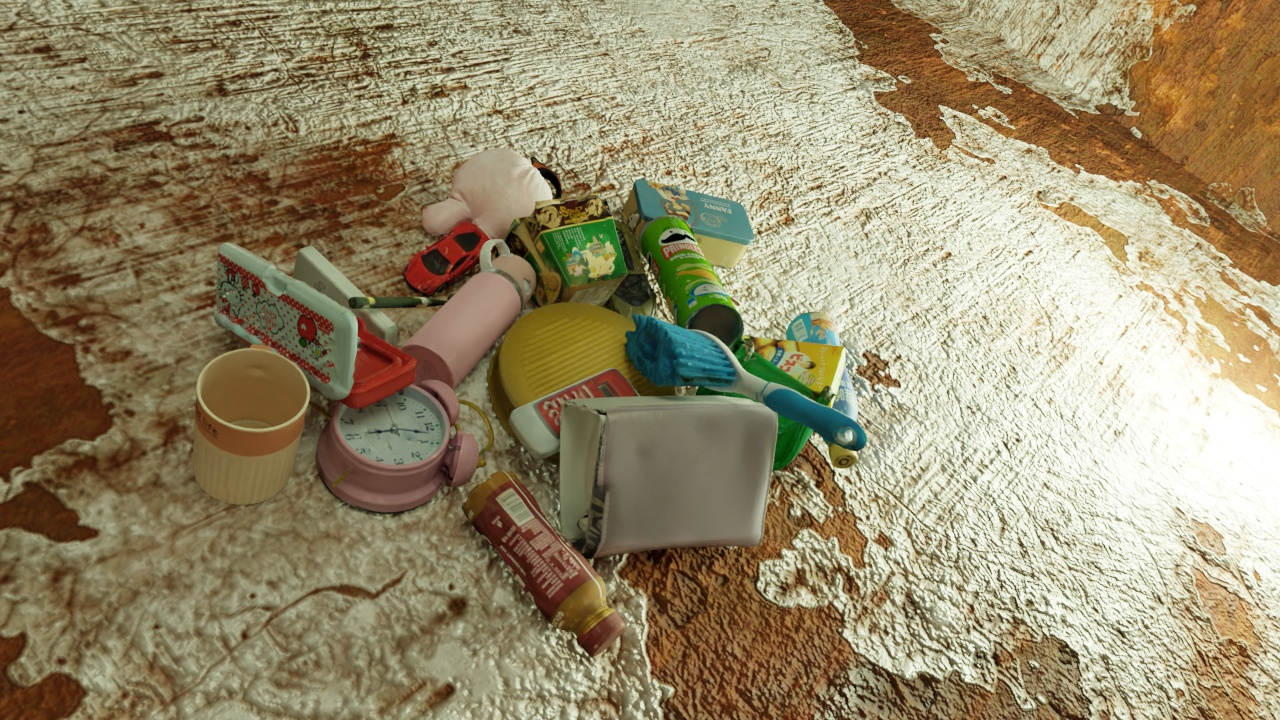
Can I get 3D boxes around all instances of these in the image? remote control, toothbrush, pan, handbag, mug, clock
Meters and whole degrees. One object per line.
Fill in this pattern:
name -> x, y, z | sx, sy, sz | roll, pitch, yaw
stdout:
remote control -> -0.061, 0.049, 0.892 | 0.135, 0.020, 0.056 | -23, 66, -35
toothbrush -> -0.231, -0.061, 0.929 | 0.017, 0.012, 0.185 | 35, 17, 17
pan -> -0.006, 0.006, 1.018 | 0.356, 0.078, 0.197 | -26, 67, -36
remote control -> -0.293, -0.053, 0.907 | 0.135, 0.056, 0.019 | 40, 42, 14
handbag -> 0.130, 0.046, 0.995 | 0.131, 0.120, 0.067 | 32, 37, 3
handbag -> 0.024, 0.107, 0.868 | 0.196, 0.099, 0.145 | 1, 92, -30
mug -> -0.321, 0.045, 0.754 | 0.081, 0.106, 0.114 | 7, 45, -23
clock -> -0.208, 0.070, 0.826 | 0.158, 0.060, 0.117 | -5, 50, -33

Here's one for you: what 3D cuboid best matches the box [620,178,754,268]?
box -> 0.068, -0.182, 1.237 | 0.184, 0.062, 0.089 | 6, 46, -22

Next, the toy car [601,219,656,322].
toy car -> -0.023, -0.107, 1.119 | 0.070, 0.042, 0.158 | -3, 60, -30

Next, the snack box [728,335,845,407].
snack box -> 0.159, 0.013, 1.061 | 0.140, 0.034, 0.086 | 9, 40, 21

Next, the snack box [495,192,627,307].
snack box -> -0.083, -0.112, 1.051 | 0.118, 0.118, 0.105 | -15, 72, -32

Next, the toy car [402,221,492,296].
toy car -> -0.214, -0.113, 1.016 | 0.049, 0.031, 0.106 | 45, 64, 9

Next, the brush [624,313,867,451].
brush -> 0.082, 0.017, 0.848 | 0.109, 0.060, 0.314 | 9, 12, -21

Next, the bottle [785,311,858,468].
bottle -> 0.223, 0.035, 1.100 | 0.065, 0.065, 0.218 | 13, 43, -18

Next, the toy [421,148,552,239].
toy -> -0.182, -0.186, 1.092 | 0.121, 0.054, 0.159 | 43, 64, 9

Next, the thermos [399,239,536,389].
thermos -> -0.176, -0.051, 0.950 | 0.067, 0.087, 0.198 | 2, 36, 25

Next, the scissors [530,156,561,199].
scissors -> -0.125, -0.182, 1.162 | 0.188, 0.015, 0.222 | -9, 56, -33

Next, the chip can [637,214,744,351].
chip can -> 0.056, -0.093, 1.088 | 0.072, 0.072, 0.235 | 10, 30, -20

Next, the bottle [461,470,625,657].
bottle -> -0.082, 0.175, 0.793 | 0.057, 0.058, 0.175 | -24, 63, -43

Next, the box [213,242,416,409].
box -> -0.294, -0.040, 0.811 | 0.201, 0.102, 0.095 | 25, 38, 31
